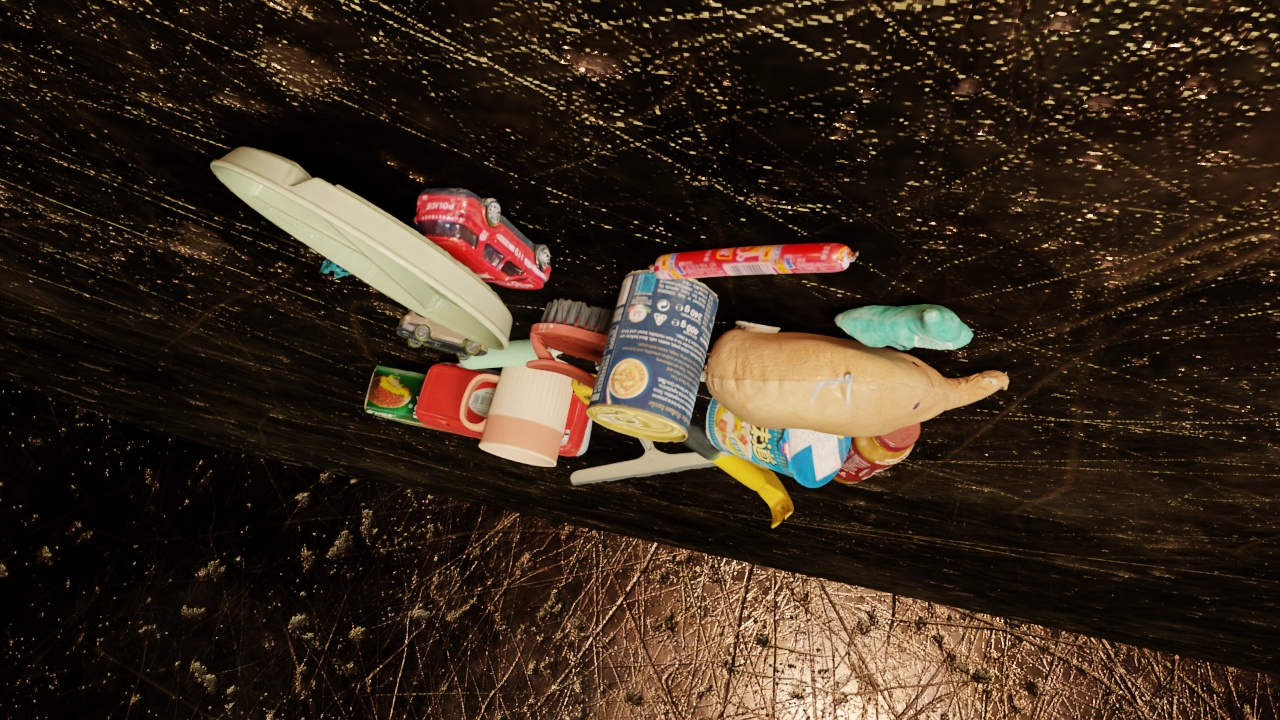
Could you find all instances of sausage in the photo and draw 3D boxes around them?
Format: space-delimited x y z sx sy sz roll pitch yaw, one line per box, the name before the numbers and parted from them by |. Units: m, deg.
sausage | 0.067 -0.064 0.590 0.156 0.020 0.020 1 160 37

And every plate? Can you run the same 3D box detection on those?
plate | -0.186 -0.076 0.639 0.230 0.027 0.230 29 171 5

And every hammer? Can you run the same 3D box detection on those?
hammer | 0.084 0.102 1.052 0.300 0.033 0.128 37 -164 -39

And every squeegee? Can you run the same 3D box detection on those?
squeegee | -0.009 0.085 1.133 0.247 0.039 0.246 -9 153 14

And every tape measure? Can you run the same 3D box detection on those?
tape measure | -0.042 0.030 0.987 0.057 0.028 0.060 9 164 17

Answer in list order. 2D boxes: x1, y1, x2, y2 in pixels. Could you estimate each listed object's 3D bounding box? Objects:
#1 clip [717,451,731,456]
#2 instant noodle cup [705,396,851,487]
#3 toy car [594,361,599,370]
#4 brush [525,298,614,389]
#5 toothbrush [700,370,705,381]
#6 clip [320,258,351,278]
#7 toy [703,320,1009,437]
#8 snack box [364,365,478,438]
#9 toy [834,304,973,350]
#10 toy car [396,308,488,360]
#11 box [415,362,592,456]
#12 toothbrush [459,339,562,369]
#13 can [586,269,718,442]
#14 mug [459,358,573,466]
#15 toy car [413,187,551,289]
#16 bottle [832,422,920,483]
clip | 0.134 0.077 1.001 0.098 0.064 0.034 6 166 0
instant noodle cup | 0.123 0.059 0.850 0.110 0.099 0.099 10 167 47
toy car | -0.005 0.005 0.866 0.049 0.031 0.106 22 163 -26
brush | -0.023 -0.004 0.779 0.146 0.069 0.063 15 163 -7
toothbrush | 0.105 0.012 0.821 0.190 0.021 0.029 0 128 36
clip | -0.263 -0.084 0.802 0.041 0.014 0.056 25 159 -35
toy | 0.160 0.019 0.700 0.226 0.082 0.143 7 -176 18
snack box | -0.212 0.064 1.157 0.240 0.063 0.114 10 171 13
toy | 0.181 -0.022 0.629 0.092 0.030 0.096 6 171 42
toy car | -0.193 -0.025 0.907 0.090 0.035 0.042 19 165 -21
box | -0.153 0.056 1.066 0.201 0.090 0.068 11 163 12
toothbrush | -0.111 -0.009 0.913 0.027 0.026 0.225 -24 -167 -41
can | 0.011 -0.004 0.677 0.075 0.111 0.075 14 163 4
mug | -0.133 0.049 0.983 0.114 0.105 0.082 12 164 6
toy car | -0.109 -0.078 0.640 0.053 0.045 0.120 6 165 29
bottle | 0.223 0.081 0.890 0.057 0.057 0.175 13 165 0
